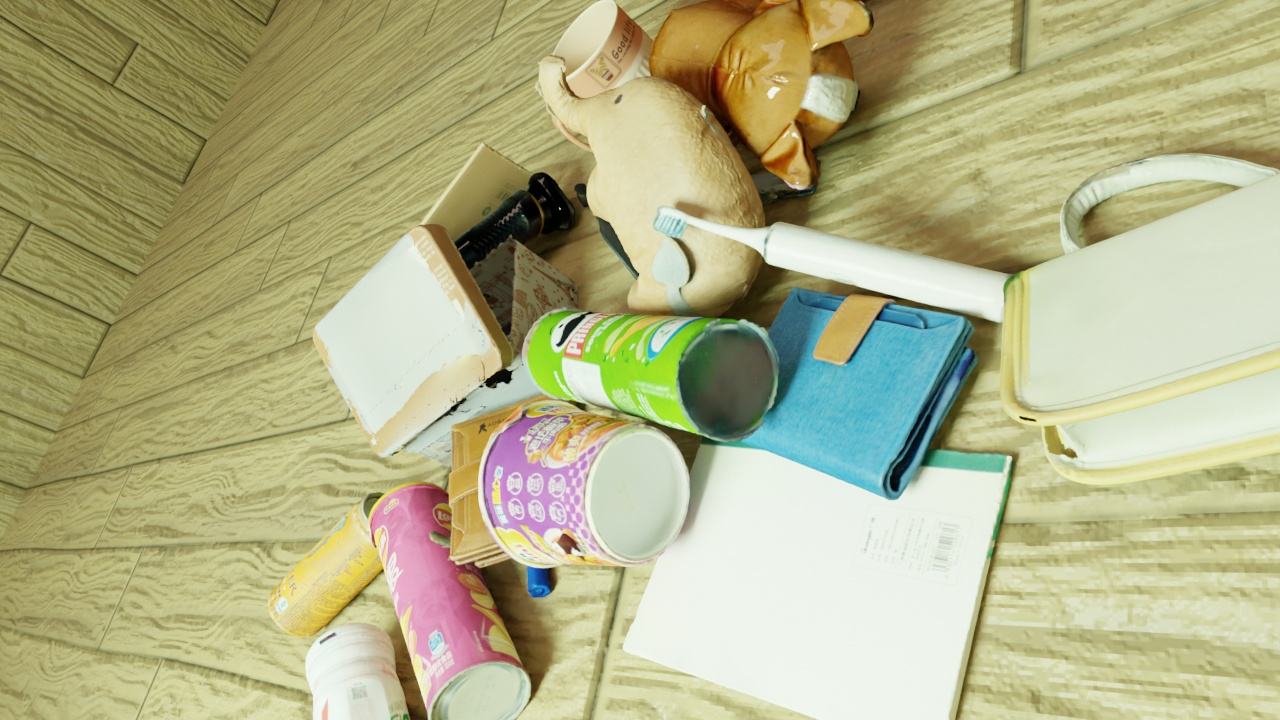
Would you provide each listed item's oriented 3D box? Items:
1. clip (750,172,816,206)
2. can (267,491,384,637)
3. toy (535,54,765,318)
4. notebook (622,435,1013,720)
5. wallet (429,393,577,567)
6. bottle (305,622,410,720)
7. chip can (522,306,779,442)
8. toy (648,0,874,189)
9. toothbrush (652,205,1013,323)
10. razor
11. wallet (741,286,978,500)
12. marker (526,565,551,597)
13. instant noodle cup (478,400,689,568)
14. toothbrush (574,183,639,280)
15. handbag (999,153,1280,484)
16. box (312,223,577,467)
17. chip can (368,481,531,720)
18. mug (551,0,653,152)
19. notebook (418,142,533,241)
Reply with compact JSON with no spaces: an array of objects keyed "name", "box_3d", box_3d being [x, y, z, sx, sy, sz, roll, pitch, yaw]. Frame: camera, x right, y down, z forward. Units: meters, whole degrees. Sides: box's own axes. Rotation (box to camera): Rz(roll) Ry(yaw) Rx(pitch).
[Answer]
[{"name":"clip","box_3d":[0.100,-0.128,0.663,0.057,0.028,0.024,-5,62,36]},{"name":"can","box_3d":[-0.268,0.184,0.821,0.146,0.058,0.058,-44,38,17]},{"name":"toy","box_3d":[0.006,-0.131,0.641,0.144,0.082,0.226,-32,80,40]},{"name":"notebook","box_3d":[0.088,0.112,0.505,0.210,0.012,0.150,1,63,48]},{"name":"wallet","box_3d":[-0.098,0.089,0.693,0.119,0.035,0.130,-17,45,5]},{"name":"bottle","box_3d":[-0.197,0.283,0.662,0.068,0.068,0.197,-48,40,12]},{"name":"chip can","box_3d":[-0.004,0.004,0.606,0.236,0.072,0.072,9,70,62]},{"name":"toy","box_3d":[0.090,-0.196,0.650,0.199,0.130,0.140,-136,52,-63]},{"name":"toothbrush","box_3d":[0.103,-0.062,0.531,0.221,0.026,0.026,18,83,28]},{"name":"razor","box_3d":[-0.139,-0.108,0.856,0.167,0.062,0.068,-37,-8,-11]},{"name":"wallet","box_3d":[0.114,0.013,0.521,0.133,0.040,0.106,19,76,54]},{"name":"marker","box_3d":[-0.083,0.113,0.696,0.017,0.017,0.145,-39,40,23]},{"name":"instant noodle cup","box_3d":[-0.031,0.081,0.577,0.099,0.111,0.111,-1,63,51]},{"name":"toothbrush","box_3d":[-0.021,-0.109,0.783,0.026,0.027,0.212,-21,36,-10]},{"name":"handbag","box_3d":[0.249,-0.037,0.405,0.164,0.063,0.178,-23,33,37]},{"name":"box","box_3d":[-0.172,-0.014,0.765,0.182,0.168,0.150,-32,42,29]},{"name":"chip can","box_3d":[-0.146,0.175,0.676,0.071,0.071,0.210,-52,37,7]},{"name":"mug","box_3d":[-0.024,-0.238,0.813,0.114,0.106,0.081,-54,36,4]},{"name":"notebook","box_3d":[-0.177,-0.104,0.875,0.008,0.147,0.208,43,100,17]}]
